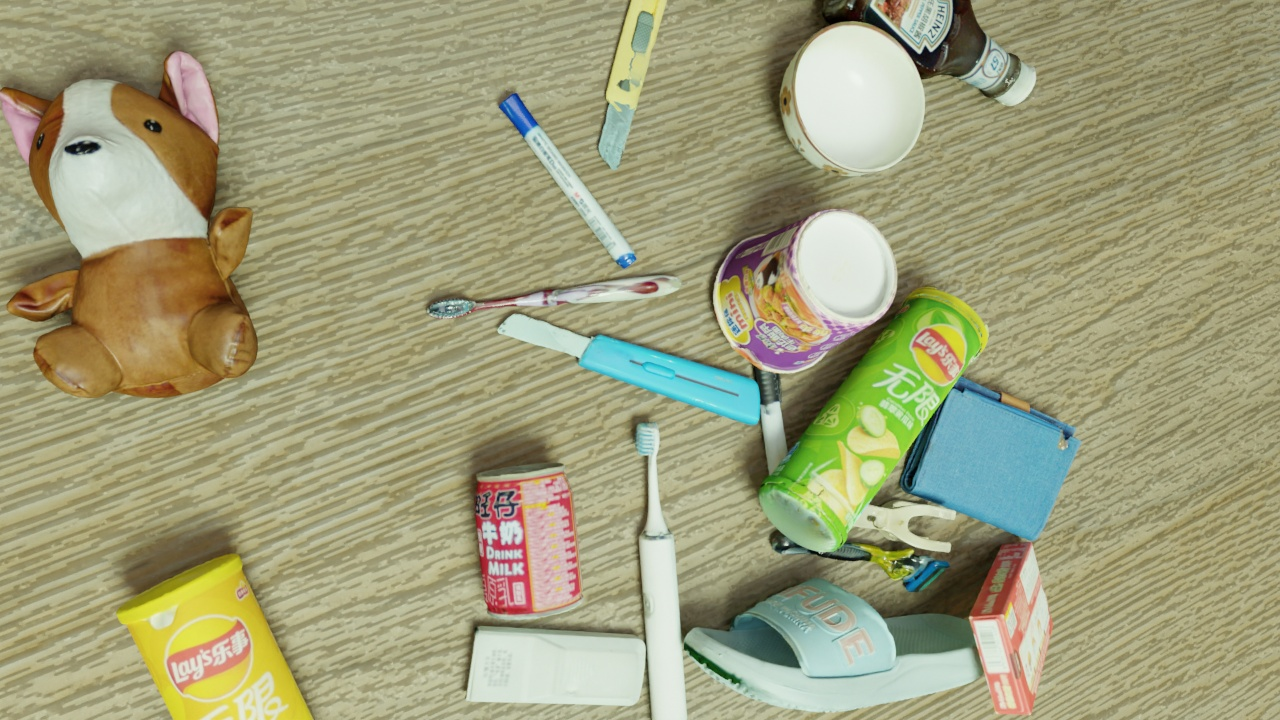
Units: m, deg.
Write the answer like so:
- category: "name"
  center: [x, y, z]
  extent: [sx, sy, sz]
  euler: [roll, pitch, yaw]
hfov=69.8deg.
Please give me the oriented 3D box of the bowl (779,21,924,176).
- category: "bowl"
  center: [0.154, -0.195, 0.707]
  extent: [0.113, 0.062, 0.113]
  euler: [0, 89, -18]

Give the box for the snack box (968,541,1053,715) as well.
- category: "snack box"
  center: [0.287, 0.200, 0.705]
  extent: [0.152, 0.026, 0.075]
  euler: [-20, 95, -59]

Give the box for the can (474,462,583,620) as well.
- category: "can"
  center: [-0.075, 0.119, 0.615]
  extent: [0.066, 0.067, 0.094]
  euler: [-6, 90, -18]

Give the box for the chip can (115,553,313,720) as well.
- category: "chip can"
  center: [-0.235, 0.227, 0.557]
  extent: [0.072, 0.072, 0.213]
  euler: [-25, 96, -18]

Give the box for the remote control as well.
- category: "remote control"
  center: [-0.057, 0.214, 0.640]
  extent: [0.125, 0.024, 0.049]
  euler: [8, 85, -17]

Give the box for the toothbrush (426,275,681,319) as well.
- category: "toothbrush"
  center: [-0.057, -0.046, 0.654]
  extent: [0.187, 0.017, 0.016]
  euler: [-8, 91, -18]

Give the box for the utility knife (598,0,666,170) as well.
- category: "utility knife"
  center: [-0.001, -0.235, 0.686]
  extent: [0.031, 0.020, 0.195]
  euler: [16, 87, -11]

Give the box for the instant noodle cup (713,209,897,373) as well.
- category: "instant noodle cup"
  center: [0.124, -0.054, 0.664]
  extent: [0.111, 0.099, 0.111]
  euler: [5, 77, -22]

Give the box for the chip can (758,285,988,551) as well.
- category: "chip can"
  center: [0.174, 0.043, 0.686]
  extent: [0.072, 0.073, 0.220]
  euler: [46, 69, -11]

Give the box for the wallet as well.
- category: "wallet"
  center: [0.287, 0.079, 0.752]
  extent: [0.133, 0.040, 0.106]
  euler: [21, 90, -16]

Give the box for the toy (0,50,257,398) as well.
- category: "toy"
  center: [-0.296, -0.077, 0.530]
  extent: [0.140, 0.131, 0.199]
  euler: [-10, 81, -13]

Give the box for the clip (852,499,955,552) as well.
- category: "clip"
  center: [0.192, 0.126, 0.729]
  extent: [0.104, 0.081, 0.034]
  euler: [9, 86, 0]

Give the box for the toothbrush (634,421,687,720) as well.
- category: "toothbrush"
  center: [0.014, 0.155, 0.663]
  extent: [0.026, 0.027, 0.221]
  euler: [-3, 89, -36]

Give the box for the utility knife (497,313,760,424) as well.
- category: "utility knife"
  center: [-0.004, 0.004, 0.670]
  extent: [0.206, 0.018, 0.034]
  euler: [18, 83, -15]

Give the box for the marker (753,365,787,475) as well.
- category: "marker"
  center: [0.105, 0.065, 0.702]
  extent: [0.022, 0.018, 0.130]
  euler: [-9, 90, -12]

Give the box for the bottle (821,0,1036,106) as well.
- category: "bottle"
  center: [0.239, -0.263, 0.739]
  extent: [0.194, 0.044, 0.080]
  euler: [21, 91, -24]

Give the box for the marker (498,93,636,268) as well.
- category: "marker"
  center: [-0.051, -0.128, 0.661]
  extent: [0.016, 0.017, 0.146]
  euler: [-40, 99, -16]

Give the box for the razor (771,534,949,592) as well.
- category: "razor"
  center: [0.167, 0.152, 0.718]
  extent: [0.142, 0.043, 0.022]
  euler: [13, 42, -14]

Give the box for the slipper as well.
- category: "slipper"
  center: [0.152, 0.201, 0.669]
  extent: [0.245, 0.104, 0.074]
  euler: [3, 92, -23]
